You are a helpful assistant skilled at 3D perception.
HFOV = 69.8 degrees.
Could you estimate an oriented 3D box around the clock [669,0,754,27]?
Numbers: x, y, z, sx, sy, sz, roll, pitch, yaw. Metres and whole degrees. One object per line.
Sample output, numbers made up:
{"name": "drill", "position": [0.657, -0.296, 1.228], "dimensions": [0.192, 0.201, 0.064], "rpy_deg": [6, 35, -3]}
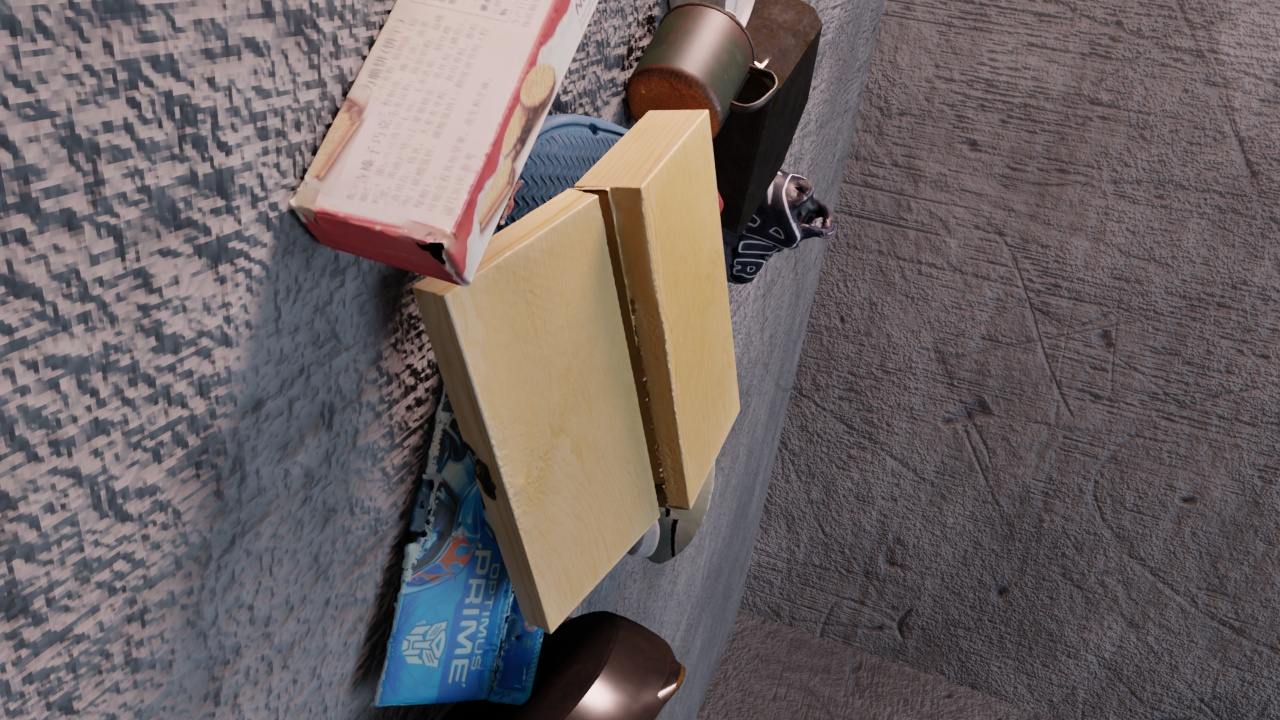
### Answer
{"name": "clock", "position": [0.075, -0.345, 0.784], "dimensions": [0.120, 0.061, 0.158], "rpy_deg": [80, 30, -60]}

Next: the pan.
{"name": "pan", "position": [-0.094, 0.274, 0.584], "dimensions": [0.249, 0.043, 0.355], "rpy_deg": [-34, -173, 19]}

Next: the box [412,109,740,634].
{"name": "box", "position": [-0.015, 0.002, 0.588], "dimensions": [0.256, 0.076, 0.247], "rpy_deg": [-42, 134, -39]}

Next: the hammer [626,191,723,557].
{"name": "hammer", "position": [-0.004, 0.004, 0.731], "dimensions": [0.036, 0.126, 0.316], "rpy_deg": [32, -74, 61]}

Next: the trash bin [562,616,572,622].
{"name": "trash bin", "position": [-0.088, 0.313, 0.821], "dimensions": [0.160, 0.094, 0.092], "rpy_deg": [-52, 148, -56]}

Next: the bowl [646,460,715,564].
{"name": "bowl", "position": [0.008, 0.132, 1.019], "dimensions": [0.175, 0.067, 0.174], "rpy_deg": [-40, -138, 48]}

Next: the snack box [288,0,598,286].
{"name": "snack box", "position": [-0.063, -0.166, 0.426], "dimensions": [0.044, 0.077, 0.272], "rpy_deg": [76, 32, -69]}

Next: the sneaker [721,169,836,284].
{"name": "sneaker", "position": [0.172, -0.168, 1.167], "dimensions": [0.253, 0.151, 0.097], "rpy_deg": [73, 35, -67]}

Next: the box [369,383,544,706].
{"name": "box", "position": [-0.083, 0.105, 0.616], "dimensions": [0.166, 0.075, 0.243], "rpy_deg": [17, 84, -72]}

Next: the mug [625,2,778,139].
{"name": "mug", "position": [0.051, -0.220, 0.729], "dimensions": [0.085, 0.111, 0.081], "rpy_deg": [89, 23, -59]}

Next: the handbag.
{"name": "handbag", "position": [0.113, -0.270, 0.925], "dimensions": [0.198, 0.102, 0.198], "rpy_deg": [-54, 164, -35]}

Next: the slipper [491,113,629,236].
{"name": "slipper", "position": [-0.039, -0.114, 0.616], "dimensions": [0.213, 0.059, 0.104], "rpy_deg": [-25, 123, -55]}
